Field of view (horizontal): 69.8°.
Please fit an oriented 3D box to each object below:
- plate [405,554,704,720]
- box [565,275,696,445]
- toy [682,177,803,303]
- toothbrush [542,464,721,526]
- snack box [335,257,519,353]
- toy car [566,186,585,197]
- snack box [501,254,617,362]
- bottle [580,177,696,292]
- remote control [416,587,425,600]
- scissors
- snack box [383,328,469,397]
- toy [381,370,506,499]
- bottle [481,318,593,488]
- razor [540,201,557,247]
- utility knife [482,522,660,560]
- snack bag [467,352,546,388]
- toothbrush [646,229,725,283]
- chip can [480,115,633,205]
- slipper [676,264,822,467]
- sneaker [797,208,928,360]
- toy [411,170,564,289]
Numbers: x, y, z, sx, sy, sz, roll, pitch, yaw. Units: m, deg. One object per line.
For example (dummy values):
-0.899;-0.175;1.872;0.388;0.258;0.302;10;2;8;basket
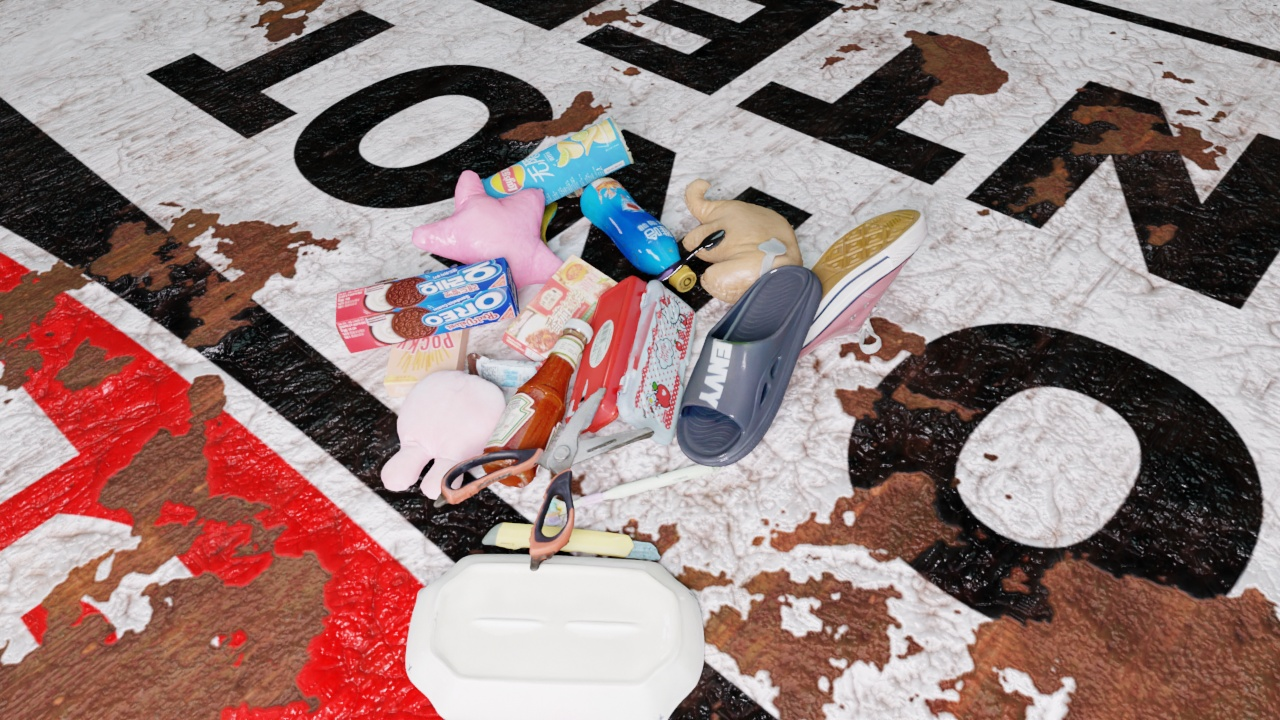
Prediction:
-0.074;0.239;0.813;0.266;0.034;0.161;3;50;-1;plate
-0.007;0.006;1.045;0.095;0.100;0.200;-28;36;42;box
0.126;-0.155;1.161;0.143;0.083;0.225;-3;43;-15;toy
-0.006;0.132;0.943;0.189;0.029;0.020;-14;6;-10;toothbrush
-0.250;-0.066;1.084;0.207;0.057;0.058;-12;47;-3;snack box
-0.115;-0.269;1.315;0.035;0.042;0.090;-39;59;-5;toy car
-0.094;-0.058;1.108;0.075;0.026;0.152;34;55;4;snack box
-0.001;-0.159;1.187;0.065;0.065;0.218;-26;50;-19;bottle
-0.147;0.229;0.858;0.125;0.024;0.049;-7;50;-3;remote control
-0.093;0.105;0.897;0.189;0.015;0.224;8;49;13;scissors
-0.253;-0.024;1.105;0.084;0.026;0.157;-4;46;2;snack box
-0.213;0.079;0.987;0.121;0.054;0.159;11;54;16;toy
-0.105;0.040;0.995;0.060;0.060;0.205;14;56;17;bottle
-0.129;-0.180;1.245;0.043;0.028;0.132;0;45;10;razor
-0.068;0.178;0.903;0.179;0.019;0.030;1;51;14;utility knife
-0.149;0.016;1.050;0.105;0.045;0.026;3;20;6;snack bag
0.026;-0.099;1.111;0.189;0.016;0.014;-36;67;10;toothbrush
-0.118;-0.254;1.245;0.210;0.071;0.071;-26;48;2;chip can
0.106;-0.013;0.987;0.111;0.083;0.267;7;58;42;slipper
0.248;-0.077;1.073;0.241;0.088;0.118;-43;31;-7;sneaker
-0.170;-0.154;1.165;0.194;0.075;0.178;40;68;-4;toy
